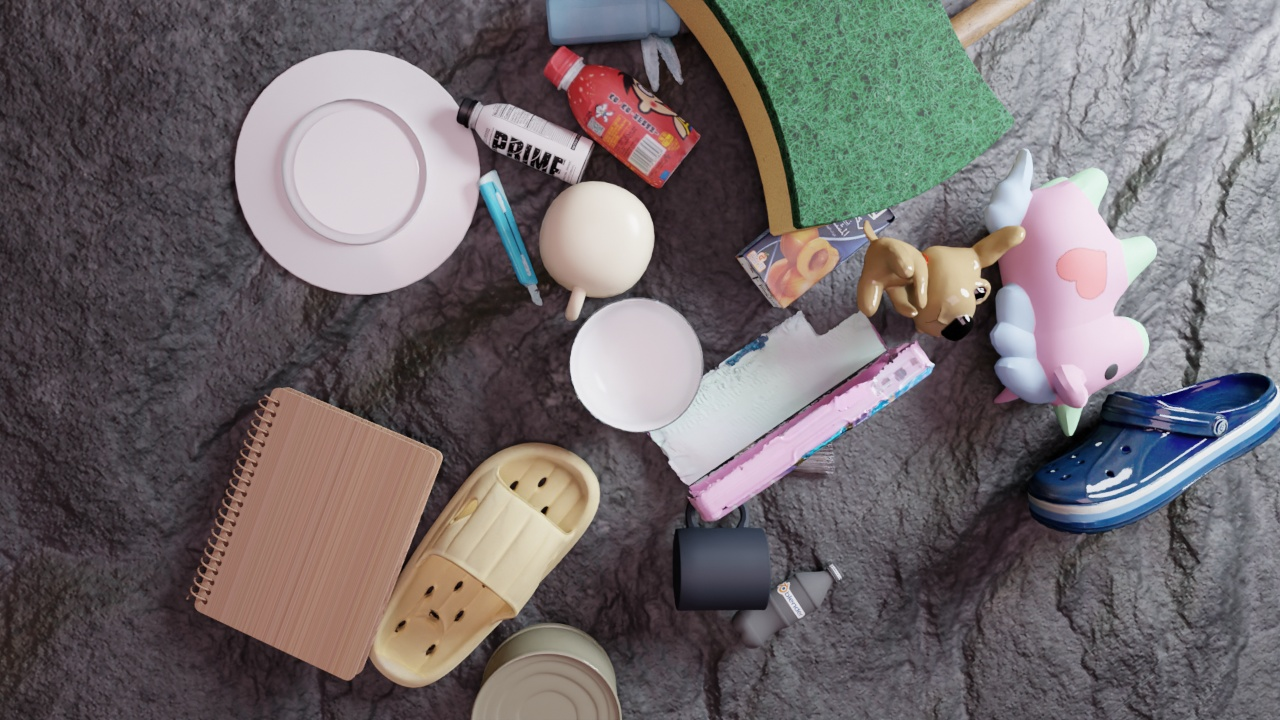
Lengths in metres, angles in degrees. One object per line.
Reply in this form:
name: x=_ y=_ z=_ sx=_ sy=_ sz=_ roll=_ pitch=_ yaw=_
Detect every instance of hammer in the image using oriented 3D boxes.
hammer: x=0.311 y=-0.307 z=0.801 sx=0.322 sy=0.040 sz=0.129 roll=-35 pitch=100 yaw=1

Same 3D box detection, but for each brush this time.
brush: x=0.104 y=0.080 z=0.834 sx=0.151 sy=0.012 sz=0.039 roll=4 pitch=94 yaw=-3
brush: x=0.156 y=-0.242 z=0.733 sx=0.195 sy=0.075 sz=0.250 roll=-27 pitch=97 yaw=-7

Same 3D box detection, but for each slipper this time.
slipper: x=-0.145 y=0.182 z=0.796 sx=0.111 sy=0.079 sz=0.261 roll=40 pitch=92 yaw=-3
slipper: x=0.442 y=0.064 z=0.807 sx=0.252 sy=0.105 sz=0.095 roll=-25 pitch=104 yaw=-10

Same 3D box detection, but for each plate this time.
plate: x=-0.244 y=-0.161 z=0.788 sx=0.208 sy=0.015 sz=0.208 roll=0 pitch=95 yaw=-3

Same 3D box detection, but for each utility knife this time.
utility knife: x=-0.111 y=-0.105 z=0.802 sx=0.022 sy=0.015 sz=0.124 roll=-31 pitch=101 yaw=-43

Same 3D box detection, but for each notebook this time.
notebook: x=-0.285 y=0.146 z=0.794 sx=0.169 sy=0.022 sz=0.210 roll=22 pitch=94 yaw=7

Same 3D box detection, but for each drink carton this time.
drink carton: x=0.154 y=-0.109 z=0.805 sx=0.130 sy=0.040 sz=0.064 roll=-39 pitch=97 yaw=0

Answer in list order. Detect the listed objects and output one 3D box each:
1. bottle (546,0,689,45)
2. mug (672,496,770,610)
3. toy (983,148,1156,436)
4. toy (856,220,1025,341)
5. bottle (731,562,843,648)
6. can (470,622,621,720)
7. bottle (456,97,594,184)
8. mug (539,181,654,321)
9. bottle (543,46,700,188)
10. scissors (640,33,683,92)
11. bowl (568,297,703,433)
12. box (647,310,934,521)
bottle: x=-0.013 y=-0.289 z=0.768 sx=0.130 sy=0.040 sz=0.040 roll=-5 pitch=95 yaw=-2
mug: x=0.070 y=0.169 z=0.817 sx=0.077 sy=0.071 sz=0.105 roll=0 pitch=68 yaw=-4
toy: x=0.354 y=-0.062 z=0.793 sx=0.171 sy=0.120 sz=0.222 roll=-39 pitch=97 yaw=-9
toy: x=0.236 y=-0.067 z=0.761 sx=0.108 sy=0.105 sz=0.134 roll=15 pitch=139 yaw=-20
bottle: x=0.135 y=0.220 z=0.835 sx=0.110 sy=0.036 sz=0.036 roll=-33 pitch=96 yaw=0
can: x=-0.082 y=0.305 z=0.811 sx=0.128 sy=0.073 sz=0.128 roll=0 pitch=95 yaw=-4
bottle: x=-0.099 y=-0.190 z=0.782 sx=0.116 sy=0.041 sz=0.041 roll=23 pitch=93 yaw=-5
mug: x=-0.040 y=-0.089 z=0.765 sx=0.096 sy=0.099 sz=0.120 roll=19 pitch=94 yaw=-5
bottle: x=-0.019 y=-0.210 z=0.775 sx=0.137 sy=0.062 sz=0.062 roll=39 pitch=92 yaw=-7
scissors: x=-0.014 y=-0.313 z=0.792 sx=0.105 sy=0.016 sz=0.179 roll=-7 pitch=99 yaw=-3
bowl: x=-0.005 y=0.005 z=0.792 sx=0.113 sy=0.063 sz=0.113 roll=0 pitch=89 yaw=-2
box: x=0.120 y=0.031 z=0.786 sx=0.230 sy=0.086 sz=0.105 roll=-34 pitch=89 yaw=-4
